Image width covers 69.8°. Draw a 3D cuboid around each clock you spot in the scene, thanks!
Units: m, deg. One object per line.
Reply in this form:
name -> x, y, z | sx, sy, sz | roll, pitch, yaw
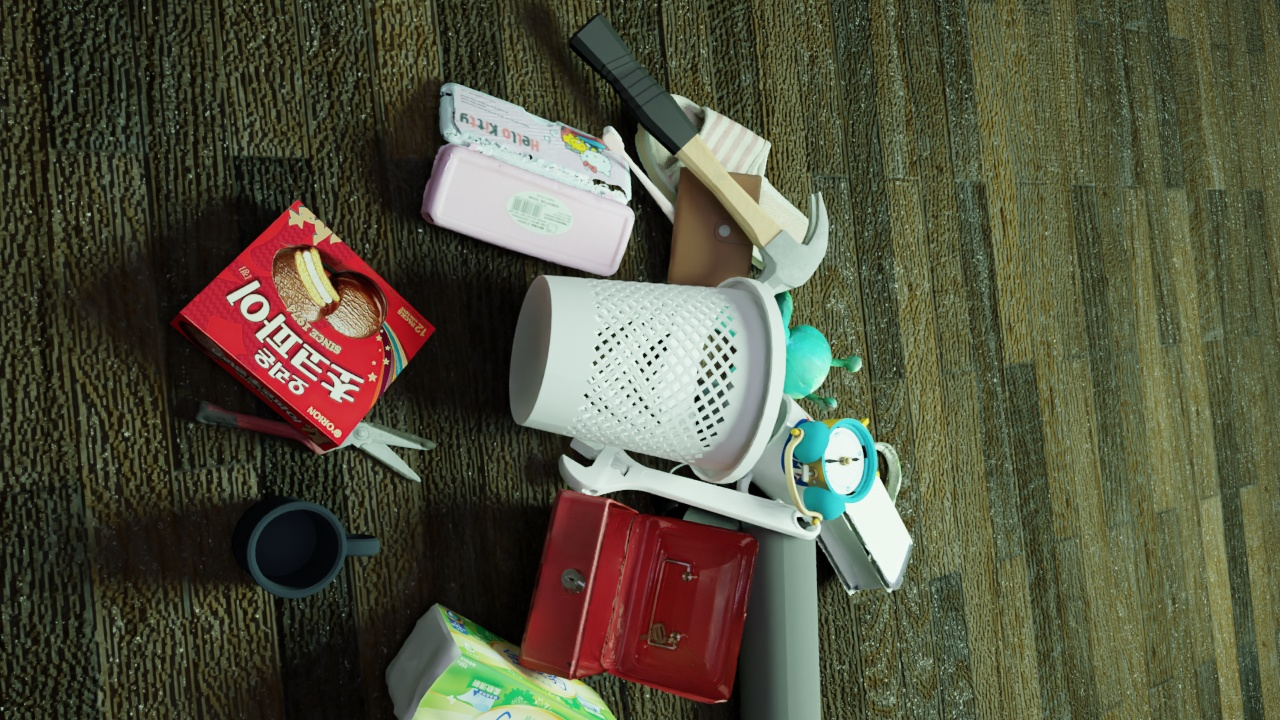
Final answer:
clock -> 0.057, 0.162, 0.933 | 0.091, 0.043, 0.120 | -10, 92, -31
clock -> 0.190, 0.104, 0.911 | 0.129, 0.044, 0.099 | -15, 94, -38

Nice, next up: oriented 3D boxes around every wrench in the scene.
wrench -> 0.052, 0.129, 0.894 | 0.273, 0.018, 0.066 | 17, 43, -12

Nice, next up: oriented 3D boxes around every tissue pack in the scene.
tissue pack -> -0.130, 0.321, 0.774 | 0.197, 0.120, 0.141 | 37, 84, -17

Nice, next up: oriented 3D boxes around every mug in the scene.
mug -> -0.260, 0.145, 0.723 | 0.105, 0.078, 0.071 | 7, 83, -31
mug -> 0.143, 0.108, 0.960 | 0.090, 0.091, 0.121 | 42, 68, -22

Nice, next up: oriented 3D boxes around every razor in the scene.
razor -> 0.088, 0.069, 0.919 | 0.047, 0.142, 0.052 | 38, 108, -23

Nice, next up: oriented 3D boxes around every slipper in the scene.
slipper -> 0.108, -0.183, 0.984 | 0.263, 0.052, 0.114 | 38, 70, -24

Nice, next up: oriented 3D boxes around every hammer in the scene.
hammer -> 0.056, -0.202, 0.907 | 0.131, 0.039, 0.328 | -43, 98, -4

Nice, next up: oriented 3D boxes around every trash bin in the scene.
trash bin -> -0.005, 0.005, 0.836 | 0.199, 0.196, 0.195 | 9, 82, -21

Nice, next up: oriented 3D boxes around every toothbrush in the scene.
toothbrush -> 0.018, -0.168, 0.933 | 0.181, 0.016, 0.018 | 46, 25, -34

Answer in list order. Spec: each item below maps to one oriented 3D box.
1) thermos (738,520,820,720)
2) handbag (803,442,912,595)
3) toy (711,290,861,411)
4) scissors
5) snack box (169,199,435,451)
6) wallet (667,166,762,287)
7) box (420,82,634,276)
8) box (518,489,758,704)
thermos -> 0.143, 0.291, 0.952 | 0.082, 0.082, 0.240 | 1, 86, -31
handbag -> 0.251, 0.159, 1.047 | 0.151, 0.074, 0.175 | 58, 43, -16
toy -> 0.148, -0.021, 0.990 | 0.193, 0.072, 0.130 | 37, 69, -14
scissors -> -0.270, 0.043, 0.761 | 0.184, 0.015, 0.179 | -23, 98, -31
snack box -> -0.266, -0.028, 0.742 | 0.152, 0.036, 0.132 | 46, 55, -20
wallet -> 0.077, -0.134, 0.941 | 0.087, 0.013, 0.121 | 5, 97, -8
box -> -0.095, -0.169, 0.855 | 0.201, 0.067, 0.153 | 14, 79, -31
box -> -0.011, 0.206, 0.809 | 0.170, 0.157, 0.156 | 27, 69, -52
